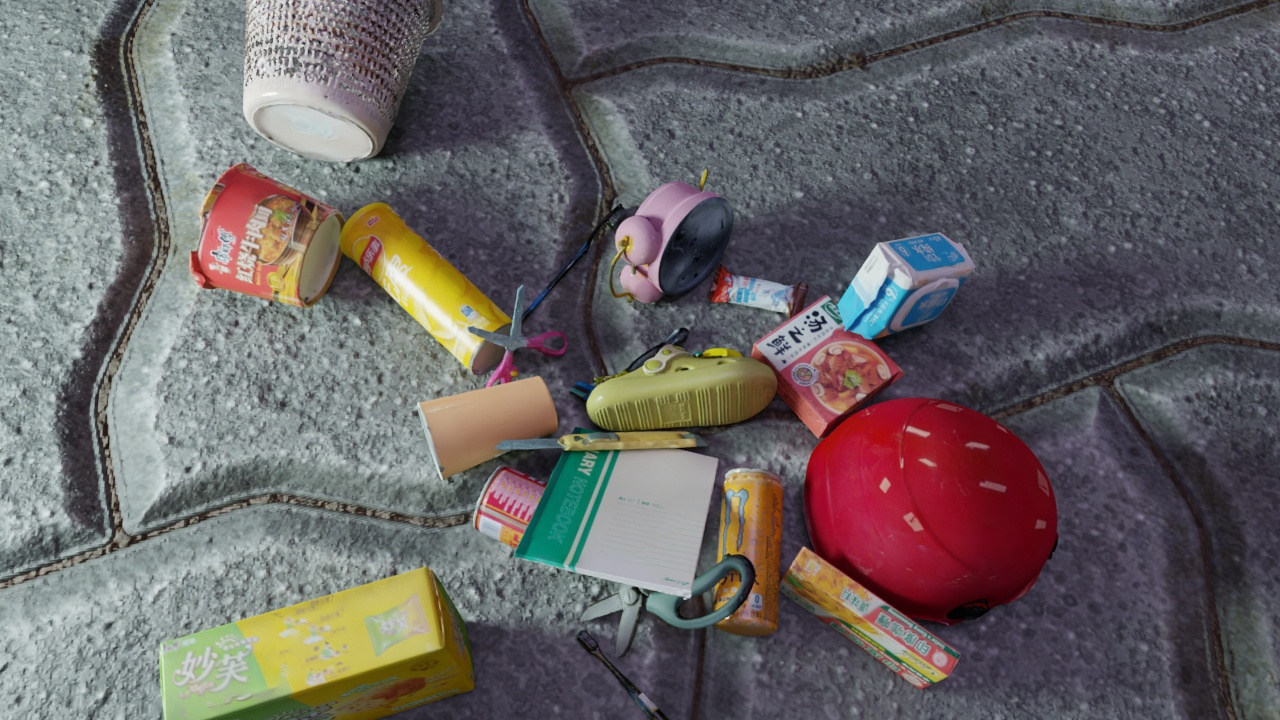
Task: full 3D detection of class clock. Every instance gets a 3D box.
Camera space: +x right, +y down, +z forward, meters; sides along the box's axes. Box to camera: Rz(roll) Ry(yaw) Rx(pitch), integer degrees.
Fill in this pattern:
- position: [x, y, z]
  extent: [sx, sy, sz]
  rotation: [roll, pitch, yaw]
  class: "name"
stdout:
- position: [0.026, -0.122, 0.969]
  extent: [0.060, 0.117, 0.158]
  rotation: [37, 65, 27]
  class: "clock"

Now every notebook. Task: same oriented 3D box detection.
- position: [-0.013, 0.130, 0.829]
  extent: [0.150, 0.012, 0.208]
  rotation: [12, 27, 6]
  class: "notebook"

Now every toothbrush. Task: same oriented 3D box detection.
- position: [0.010, 0.305, 0.803]
  extent: [0.012, 0.017, 0.186]
  rotation: [-40, 71, -23]
  class: "toothbrush"
- position: [-0.073, -0.108, 1.015]
  extent: [0.016, 0.014, 0.189]
  rotation: [41, 68, -8]
  class: "toothbrush"

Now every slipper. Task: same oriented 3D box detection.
- position: [0.038, 0.018, 0.913]
  extent: [0.190, 0.092, 0.081]
  rotation: [-8, 61, -2]
  class: "slipper"

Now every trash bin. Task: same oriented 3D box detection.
- position: [-0.349, -0.340, 1.029]
  extent: [0.227, 0.228, 0.192]
  rotation: [5, 75, 1]
  class: "trash bin"

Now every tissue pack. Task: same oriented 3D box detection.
- position: [0.272, -0.074, 0.940]
  extent: [0.139, 0.090, 0.063]
  rotation: [-13, 54, -37]
  class: "tissue pack"

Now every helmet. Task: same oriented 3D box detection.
- position: [0.277, 0.124, 0.836]
  extent: [0.240, 0.144, 0.206]
  rotation: [2, 61, -2]
  class: "helmet"

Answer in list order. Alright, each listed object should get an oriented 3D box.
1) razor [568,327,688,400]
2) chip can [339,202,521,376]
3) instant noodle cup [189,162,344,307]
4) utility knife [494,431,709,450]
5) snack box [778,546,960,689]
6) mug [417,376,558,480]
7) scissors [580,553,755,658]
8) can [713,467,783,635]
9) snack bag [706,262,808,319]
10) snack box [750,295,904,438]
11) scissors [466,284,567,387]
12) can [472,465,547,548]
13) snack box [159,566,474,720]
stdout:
- position: [-0.006, 0.006, 0.955]
  extent: [0.142, 0.022, 0.043]
  rotation: [-32, 24, -20]
  class: "razor"
- position: [-0.222, -0.076, 0.963]
  extent: [0.213, 0.072, 0.072]
  rotation: [42, 69, 17]
  class: "chip can"
- position: [-0.379, -0.123, 0.955]
  extent: [0.108, 0.138, 0.137]
  rotation: [19, 64, -2]
  class: "instant noodle cup"
- position: [-0.036, 0.081, 0.892]
  extent: [0.213, 0.022, 0.031]
  rotation: [-5, 23, -16]
  class: "utility knife"
- position: [0.198, 0.229, 0.814]
  extent: [0.156, 0.077, 0.027]
  rotation: [33, 67, 14]
  class: "snack box"
- position: [-0.147, 0.061, 0.895]
  extent: [0.122, 0.078, 0.078]
  rotation: [-17, 65, -15]
  class: "mug"
- position: [0.027, 0.187, 0.832]
  extent: [0.179, 0.019, 0.170]
  rotation: [-3, 58, 26]
  class: "scissors"
- position: [0.101, 0.177, 0.849]
  extent: [0.058, 0.058, 0.145]
  rotation: [6, 63, 1]
  class: "can"
- position: [0.127, -0.074, 0.995]
  extent: [0.104, 0.026, 0.048]
  rotation: [15, 76, 7]
  class: "snack bag"
- position: [0.197, -0.001, 0.949]
  extent: [0.127, 0.044, 0.113]
  rotation: [-34, 69, -17]
  class: "snack box"
- position: [-0.121, -0.015, 0.922]
  extent: [0.135, 0.133, 0.017]
  rotation: [-9, 31, -39]
  class: "scissors"
- position: [-0.100, 0.145, 0.855]
  extent: [0.094, 0.067, 0.066]
  rotation: [22, 64, 10]
  class: "can"
- position: [-0.252, 0.250, 0.746]
  extent: [0.210, 0.158, 0.070]
  rotation: [-15, 61, -9]
  class: "snack box"
